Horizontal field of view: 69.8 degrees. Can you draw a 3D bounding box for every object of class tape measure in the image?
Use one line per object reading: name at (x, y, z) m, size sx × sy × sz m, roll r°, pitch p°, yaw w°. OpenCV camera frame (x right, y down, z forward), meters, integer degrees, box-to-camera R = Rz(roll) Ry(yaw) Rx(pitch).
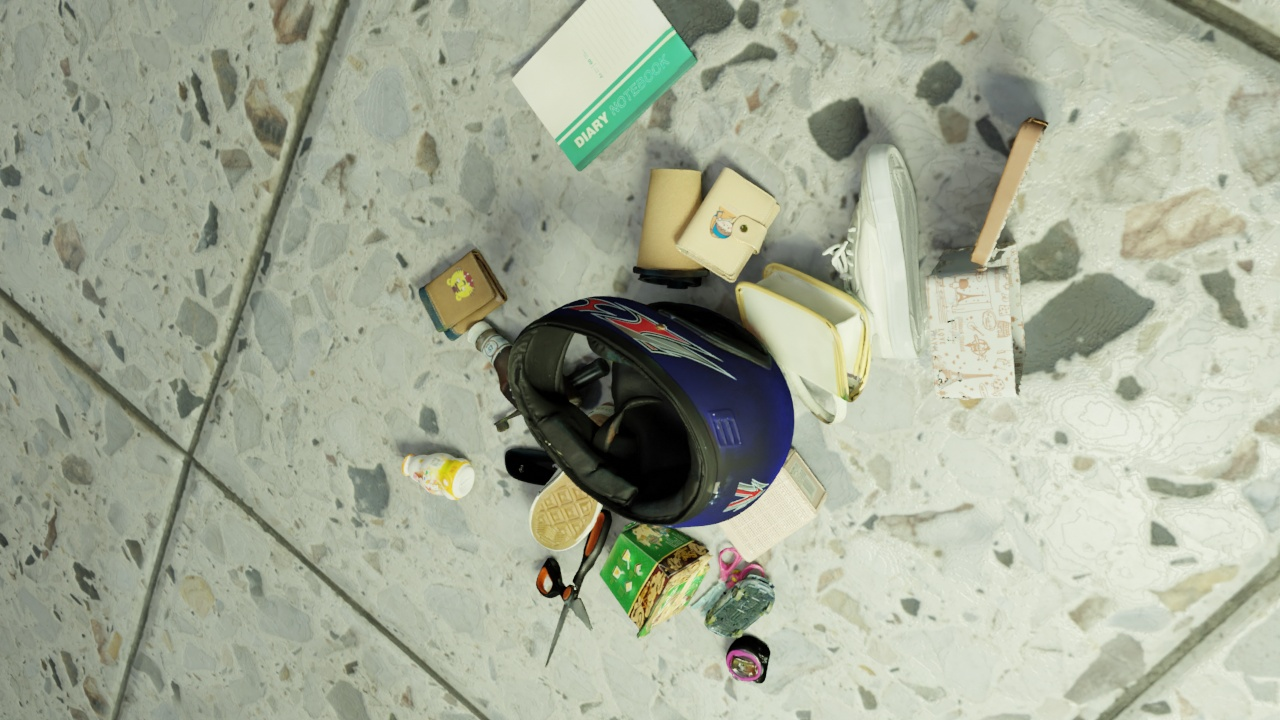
tape measure at (0.145, 0.405, 1.241) m, size 0.058 × 0.039 × 0.057 m, roll 17°, pitch 111°, yaw 21°

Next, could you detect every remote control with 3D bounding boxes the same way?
remote control at (-0.141, 0.156, 1.316) m, size 0.137 × 0.024 × 0.053 m, roll 4°, pitch 107°, yaw 25°

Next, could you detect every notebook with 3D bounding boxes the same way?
notebook at (-0.049, -0.357, 1.131) m, size 0.210 × 0.012 × 0.150 m, roll -37°, pitch 88°, yaw 29°

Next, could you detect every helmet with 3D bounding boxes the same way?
helmet at (0.030, 0.043, 1.071) m, size 0.315 × 0.239 × 0.248 m, roll 38°, pitch 124°, yaw 20°

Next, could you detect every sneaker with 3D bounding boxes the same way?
sneaker at (0.256, -0.116, 1.016) m, size 0.091 × 0.089 × 0.242 m, roll 0°, pitch 111°, yaw 30°
sneaker at (-0.074, 0.154, 1.247) m, size 0.118 × 0.087 × 0.241 m, roll 30°, pitch 115°, yaw 7°

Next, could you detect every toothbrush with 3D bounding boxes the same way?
toothbrush at (-0.129, 0.052, 1.280) m, size 0.213 × 0.026 × 0.027 m, roll -29°, pitch 83°, yaw 30°

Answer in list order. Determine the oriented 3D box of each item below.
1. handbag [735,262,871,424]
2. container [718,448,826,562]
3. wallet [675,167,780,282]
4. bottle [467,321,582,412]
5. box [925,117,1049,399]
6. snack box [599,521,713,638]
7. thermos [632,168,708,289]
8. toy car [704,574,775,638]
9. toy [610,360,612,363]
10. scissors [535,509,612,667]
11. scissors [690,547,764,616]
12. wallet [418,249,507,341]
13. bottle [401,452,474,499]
handbag at (0.194, -0.013, 1.061) m, size 0.163 × 0.063 × 0.179 m, roll 33°, pitch 148°, yaw 45°
container at (0.161, 0.175, 1.141) m, size 0.111 × 0.090 × 0.090 m, roll -38°, pitch 86°, yaw 26°
wallet at (0.106, -0.156, 1.069) m, size 0.087 × 0.024 × 0.115 m, roll 32°, pitch 77°, yaw -4°
bottle at (-0.165, 0.017, 1.258) m, size 0.195 × 0.044 × 0.080 m, roll 42°, pitch 110°, yaw 24°
box at (0.352, -0.107, 0.916) m, size 0.110 × 0.178 × 0.260 m, roll -1°, pitch 106°, yaw 25°
snack box at (0.015, 0.283, 1.237) m, size 0.105 × 0.118 × 0.118 m, roll 38°, pitch 117°, yaw 25°
thermos at (0.039, -0.157, 1.107) m, size 0.093 × 0.093 × 0.143 m, roll 6°, pitch 98°, yaw 24°
toy car at (0.132, 0.329, 1.221) m, size 0.054 × 0.036 × 0.121 m, roll 26°, pitch 128°, yaw -10°
toy at (-0.007, 0.007, 1.205) m, size 0.097 × 0.031 × 0.100 m, roll 24°, pitch 117°, yaw 14°
scissors at (-0.092, 0.307, 1.266) m, size 0.021 × 0.235 × 0.220 m, roll 31°, pitch 78°, yaw -22°
scissors at (0.104, 0.301, 1.244) m, size 0.073 × 0.017 × 0.138 m, roll 44°, pitch 121°, yaw -3°
wallet at (-0.252, -0.091, 1.296) m, size 0.115 × 0.033 × 0.090 m, roll -31°, pitch 89°, yaw 26°
bottle at (-0.305, 0.169, 1.378) m, size 0.108 × 0.063 × 0.063 m, roll 12°, pitch 110°, yaw 23°
